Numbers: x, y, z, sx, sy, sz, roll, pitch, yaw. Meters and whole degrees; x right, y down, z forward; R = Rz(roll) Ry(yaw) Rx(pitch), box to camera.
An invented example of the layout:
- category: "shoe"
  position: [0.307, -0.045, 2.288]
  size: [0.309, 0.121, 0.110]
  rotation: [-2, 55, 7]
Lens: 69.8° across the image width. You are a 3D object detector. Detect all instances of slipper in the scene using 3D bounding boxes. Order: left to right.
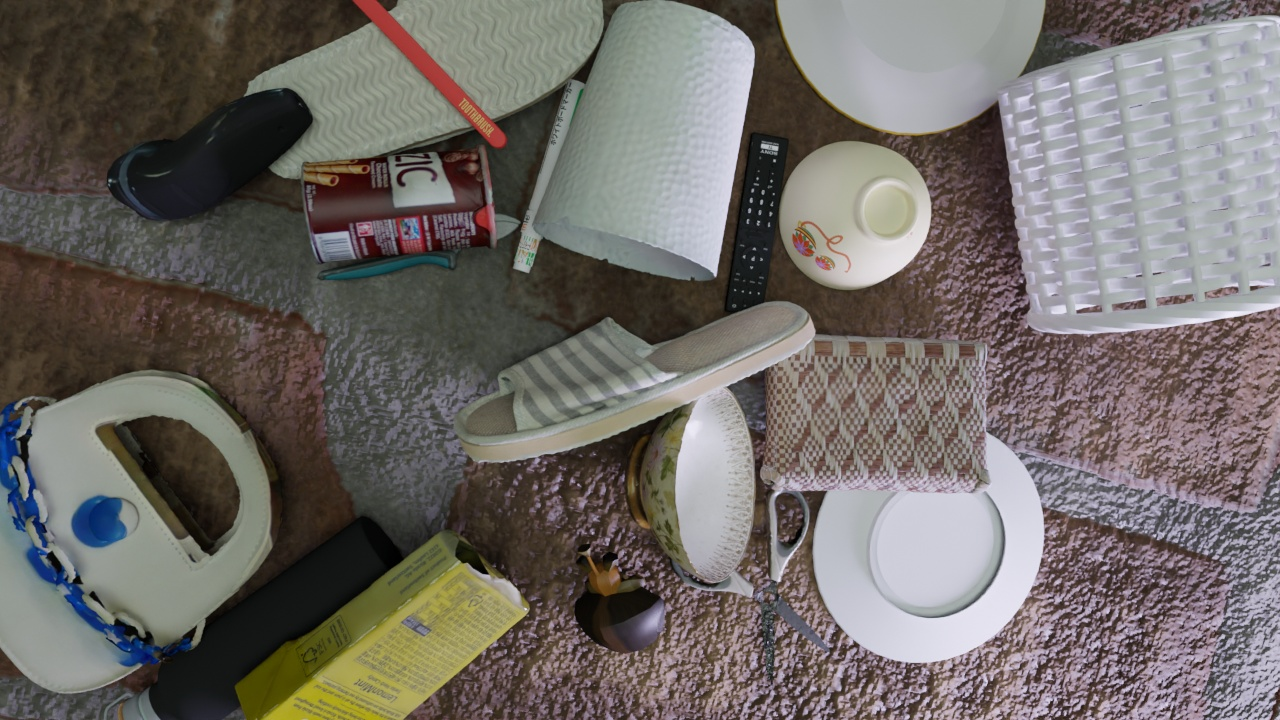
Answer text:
- category: "slipper"
  position: [-0.151, -0.208, 0.648]
  size: [0.263, 0.052, 0.115]
  rotation: [-23, 95, 4]
- category: "slipper"
  position: [-0.004, 0.004, 0.665]
  size: [0.272, 0.114, 0.054]
  rotation: [-18, 116, -7]

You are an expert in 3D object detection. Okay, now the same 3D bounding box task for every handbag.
- category: "handbag"
  position: [-0.353, 0.107, 0.625]
  size: [0.199, 0.093, 0.200]
  rotation: [-36, 99, -11]
- category: "handbag"
  position: [0.185, 0.043, 0.730]
  size: [0.185, 0.047, 0.124]
  rotation: [2, 86, -8]

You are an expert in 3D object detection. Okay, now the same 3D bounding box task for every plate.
- category: "plate"
  position: [0.216, -0.294, 0.716]
  size: [0.229, 0.021, 0.230]
  rotation: [-1, 96, -10]
- category: "plate"
  position: [0.246, 0.154, 0.767]
  size: [0.208, 0.015, 0.208]
  rotation: [-1, 96, -10]

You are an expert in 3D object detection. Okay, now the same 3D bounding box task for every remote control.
- category: "remote control"
  position: [0.091, -0.106, 0.719]
  size: [0.030, 0.009, 0.140]
  rotation: [7, 94, -10]

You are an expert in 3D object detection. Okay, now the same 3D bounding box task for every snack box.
- category: "snack box"
  position: [-0.176, 0.202, 0.656]
  size: [0.181, 0.045, 0.121]
  rotation: [-39, 142, -6]
- category: "snack box"
  position: [-0.162, -0.107, 0.627]
  size: [0.121, 0.072, 0.072]
  rotation: [-7, 96, -10]

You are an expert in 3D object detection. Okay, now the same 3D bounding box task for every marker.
- category: "marker"
  position: [-0.068, -0.137, 0.684]
  size: [0.017, 0.017, 0.145]
  rotation: [17, 92, -11]

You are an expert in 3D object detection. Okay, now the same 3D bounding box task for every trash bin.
- category: "trash bin"
  position: [0.009, -0.152, 0.645]
  size: [0.133, 0.133, 0.161]
  rotation: [16, 87, -11]

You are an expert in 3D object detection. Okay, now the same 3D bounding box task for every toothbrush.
- category: "toothbrush"
  position: [-0.166, -0.221, 0.610]
  size: [0.012, 0.018, 0.212]
  rotation: [-44, 94, 6]

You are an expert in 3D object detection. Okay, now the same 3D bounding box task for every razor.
- category: "razor"
  position: [-0.288, -0.143, 0.619]
  size: [0.140, 0.053, 0.063]
  rotation: [-29, 61, 5]

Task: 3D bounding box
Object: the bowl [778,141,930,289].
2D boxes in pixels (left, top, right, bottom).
- category: "bowl"
  position: [0.174, -0.112, 0.699]
  size: [0.118, 0.074, 0.118]
  rotation: [-1, 95, -10]

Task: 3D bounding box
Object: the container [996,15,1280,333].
- category: "container"
  position: [0.373, -0.130, 0.675]
  size: [0.189, 0.189, 0.187]
  rotation: [-12, 96, -9]

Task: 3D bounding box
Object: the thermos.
- category: "thermos"
  position: [-0.278, 0.204, 0.658]
  size: [0.231, 0.061, 0.061]
  rotation: [-36, 100, -5]

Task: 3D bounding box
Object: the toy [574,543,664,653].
- category: "toy"
  position: [-0.023, 0.178, 0.701]
  size: [0.076, 0.062, 0.100]
  rotation: [-10, 116, 27]

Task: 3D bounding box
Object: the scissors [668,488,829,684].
- category: "scissors"
  position: [0.096, 0.177, 0.744]
  size: [0.157, 0.012, 0.171]
  rotation: [17, 91, -9]

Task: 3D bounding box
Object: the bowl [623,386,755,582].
- category: "bowl"
  position: [0.032, 0.091, 0.685]
  size: [0.063, 0.145, 0.145]
  rotation: [-4, 97, 29]

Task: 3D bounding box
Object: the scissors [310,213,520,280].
- category: "scissors"
  position: [-0.163, -0.080, 0.673]
  size: [0.136, 0.019, 0.139]
  rotation: [28, 89, -13]
